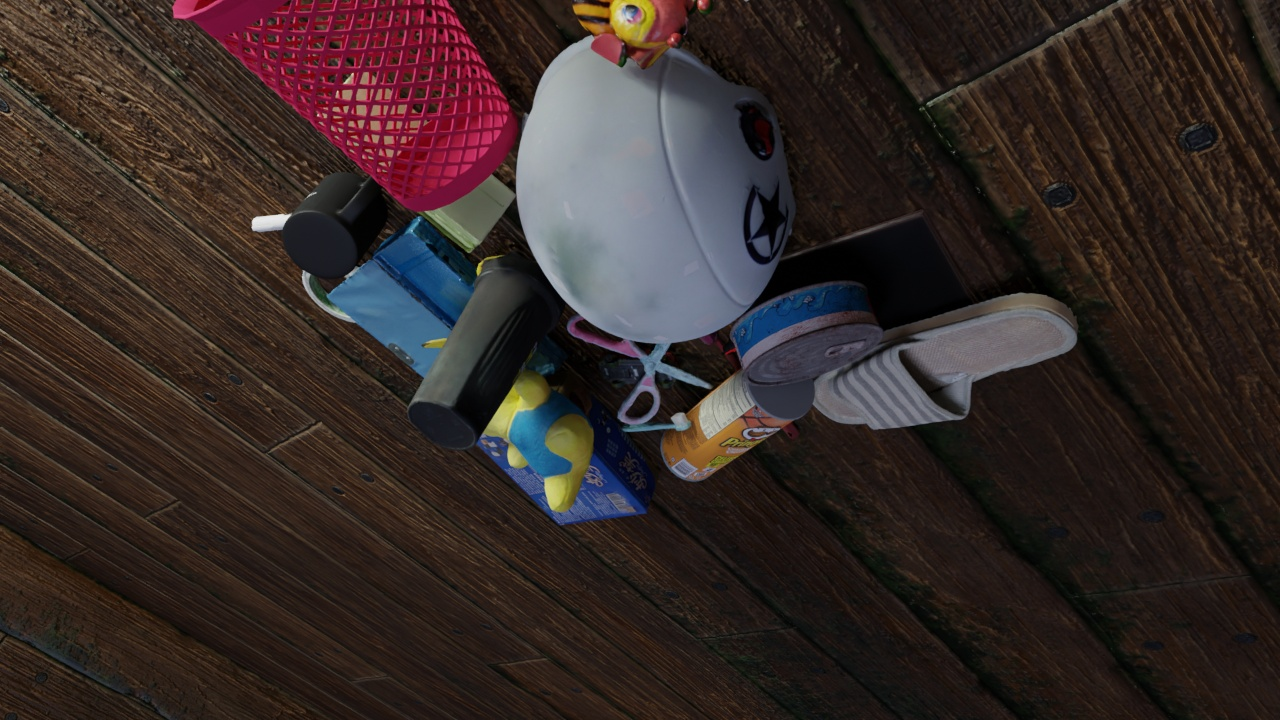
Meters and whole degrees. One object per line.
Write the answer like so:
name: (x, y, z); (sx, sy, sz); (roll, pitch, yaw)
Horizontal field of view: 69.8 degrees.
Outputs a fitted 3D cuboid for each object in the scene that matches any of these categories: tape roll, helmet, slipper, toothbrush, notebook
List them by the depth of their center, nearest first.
helmet: (-0.002, -0.122, 0.766); (0.237, 0.163, 0.264); (-5, 133, 29)
slipper: (0.273, 0.010, 0.862); (0.114, 0.053, 0.274); (36, 141, -22)
notebook: (0.197, -0.055, 0.866); (0.210, 0.008, 0.141); (-16, 128, 38)
toothbrush: (0.117, 0.024, 0.989); (0.016, 0.016, 0.190); (-18, 126, 38)
toothbrush: (0.013, 0.073, 1.047); (0.016, 0.016, 0.181); (57, 158, -7)
tape roll: (-0.356, -0.085, 1.093); (0.094, 0.018, 0.094); (14, 141, 11)

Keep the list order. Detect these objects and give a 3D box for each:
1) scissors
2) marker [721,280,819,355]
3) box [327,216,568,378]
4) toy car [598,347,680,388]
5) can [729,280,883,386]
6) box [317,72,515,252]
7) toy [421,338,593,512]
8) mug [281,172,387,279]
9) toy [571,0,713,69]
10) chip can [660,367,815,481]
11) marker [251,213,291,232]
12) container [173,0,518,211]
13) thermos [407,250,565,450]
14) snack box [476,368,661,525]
scissors: (-0.006, 0.006, 0.979); (0.170, 0.013, 0.173); (21, 133, -10)
marker: (0.124, -0.036, 0.899); (0.019, 0.019, 0.146); (36, 139, -16)
box: (-0.219, -0.045, 1.052); (0.177, 0.047, 0.231); (-26, 121, 34)
toy car: (-0.001, 0.007, 1.010); (0.091, 0.036, 0.042); (3, 136, 22)
can: (0.149, -0.022, 0.827); (0.130, 0.044, 0.130); (-14, 161, -5)
box: (-0.217, -0.183, 0.872); (0.188, 0.077, 0.091); (41, 138, -19)
toy: (-0.139, 0.054, 1.007); (0.214, 0.083, 0.149); (34, 140, 18)
mug: (-0.299, -0.148, 0.932); (0.078, 0.087, 0.114); (41, 122, -21)
toy: (-0.003, -0.258, 0.680); (0.103, 0.084, 0.046); (31, 175, 15)
chip can: (0.096, 0.063, 0.973); (0.075, 0.075, 0.216); (30, 149, -8)
marker: (-0.380, -0.155, 1.021); (0.134, 0.020, 0.017); (0, 126, 26)
container: (-0.212, -0.242, 0.733); (0.184, 0.182, 0.226); (-7, 140, 32)
thermos: (-0.149, -0.018, 0.909); (0.098, 0.220, 0.098); (15, 141, 12)
snack box: (-0.096, 0.115, 1.154); (0.155, 0.069, 0.203); (-15, 128, 37)
